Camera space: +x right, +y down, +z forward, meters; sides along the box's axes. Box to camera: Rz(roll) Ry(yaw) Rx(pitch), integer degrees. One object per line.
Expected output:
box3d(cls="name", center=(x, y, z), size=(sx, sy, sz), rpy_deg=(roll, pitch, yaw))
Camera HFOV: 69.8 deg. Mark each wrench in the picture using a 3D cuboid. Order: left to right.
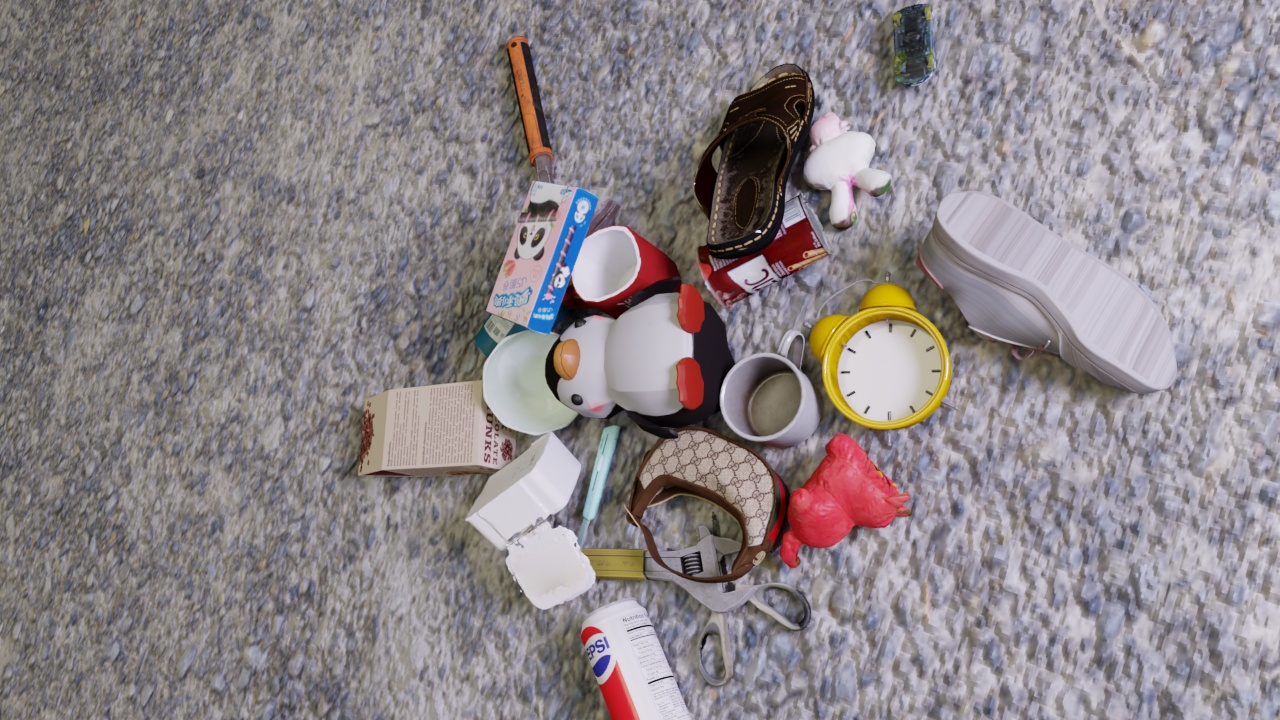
box3d(cls="wrench", center=(-0.010, 0.213, 0.938), size=(0.274, 0.018, 0.083), rpy_deg=(-7, 66, 29))

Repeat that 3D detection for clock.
box3d(cls="clock", center=(0.223, -0.004, 0.856), size=(0.114, 0.052, 0.152), rpy_deg=(-33, 69, 18))

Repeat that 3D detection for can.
box3d(cls="can", center=(-0.007, 0.305, 0.889), size=(0.070, 0.070, 0.132), rpy_deg=(-33, 64, 17))

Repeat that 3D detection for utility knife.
box3d(cls="utility knife", center=(-0.046, 0.137, 0.979), size=(0.022, 0.015, 0.141), rpy_deg=(2, 72, 45))

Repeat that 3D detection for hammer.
box3d(cls="hammer", center=(-0.114, -0.270, 1.117), size=(0.138, 0.035, 0.314), rpy_deg=(-22, 67, 22))

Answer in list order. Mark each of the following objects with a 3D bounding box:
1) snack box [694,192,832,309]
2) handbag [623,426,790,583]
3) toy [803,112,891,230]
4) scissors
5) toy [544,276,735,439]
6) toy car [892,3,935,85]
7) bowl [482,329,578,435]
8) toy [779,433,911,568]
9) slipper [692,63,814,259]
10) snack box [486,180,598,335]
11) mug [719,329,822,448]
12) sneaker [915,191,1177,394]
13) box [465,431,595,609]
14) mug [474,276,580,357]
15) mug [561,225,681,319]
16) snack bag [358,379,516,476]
box3d(cls="snack box", center=(0.124, -0.109, 0.924), size=(0.121, 0.072, 0.072), rpy_deg=(-26, 66, 19))
box3d(cls="handbag", center=(0.058, 0.141, 0.892), size=(0.167, 0.063, 0.138), rpy_deg=(24, 77, 34))
box3d(cls="toy", center=(0.204, -0.196, 0.923), size=(0.079, 0.038, 0.122), rpy_deg=(-33, 63, 32))
box3d(cls="scissors", center=(0.090, 0.231, 0.889), size=(0.158, 0.012, 0.170), rpy_deg=(-2, 75, 30))
box3d(cls="toy", center=(-0.005, 0.006, 0.927), size=(0.184, 0.140, 0.159), rpy_deg=(-6, 74, 29))
box3d(cls="toy car", center=(0.275, -0.315, 0.919), size=(0.039, 0.027, 0.089), rpy_deg=(-4, 75, 25))
box3d(cls="bowl", center=(-0.115, 0.019, 1.015), size=(0.117, 0.061, 0.117), rpy_deg=(-1, 99, -5))
box3d(cls="toy", center=(0.179, 0.143, 0.828), size=(0.094, 0.088, 0.133), rpy_deg=(38, 98, 19))
box3d(cls="slipper", center=(0.111, -0.212, 0.913), size=(0.113, 0.076, 0.267), rpy_deg=(-10, 48, 34))
box3d(cls="snack box", center=(-0.105, -0.110, 0.969), size=(0.088, 0.033, 0.154), rpy_deg=(21, 91, 49))
box3d(cls="mug", center=(0.134, 0.028, 0.883), size=(0.084, 0.070, 0.113), rpy_deg=(27, 91, 31))
box3d(cls="sneaker", center=(0.339, -0.045, 0.793), size=(0.236, 0.090, 0.099), rpy_deg=(41, 64, 12))
box3d(cls="box", center=(-0.099, 0.175, 0.957), size=(0.107, 0.151, 0.132), rpy_deg=(-39, 104, 21))
box3d(cls="mug", center=(-0.131, -0.052, 1.049), size=(0.121, 0.078, 0.078), rpy_deg=(-48, 60, 14))
box3d(cls="mug", center=(-0.028, -0.083, 0.985), size=(0.117, 0.096, 0.080), rpy_deg=(-22, 67, 22))
box3d(cls="snack bag", center=(-0.251, 0.085, 1.079), size=(0.207, 0.069, 0.094), rpy_deg=(-6, 74, 27))
